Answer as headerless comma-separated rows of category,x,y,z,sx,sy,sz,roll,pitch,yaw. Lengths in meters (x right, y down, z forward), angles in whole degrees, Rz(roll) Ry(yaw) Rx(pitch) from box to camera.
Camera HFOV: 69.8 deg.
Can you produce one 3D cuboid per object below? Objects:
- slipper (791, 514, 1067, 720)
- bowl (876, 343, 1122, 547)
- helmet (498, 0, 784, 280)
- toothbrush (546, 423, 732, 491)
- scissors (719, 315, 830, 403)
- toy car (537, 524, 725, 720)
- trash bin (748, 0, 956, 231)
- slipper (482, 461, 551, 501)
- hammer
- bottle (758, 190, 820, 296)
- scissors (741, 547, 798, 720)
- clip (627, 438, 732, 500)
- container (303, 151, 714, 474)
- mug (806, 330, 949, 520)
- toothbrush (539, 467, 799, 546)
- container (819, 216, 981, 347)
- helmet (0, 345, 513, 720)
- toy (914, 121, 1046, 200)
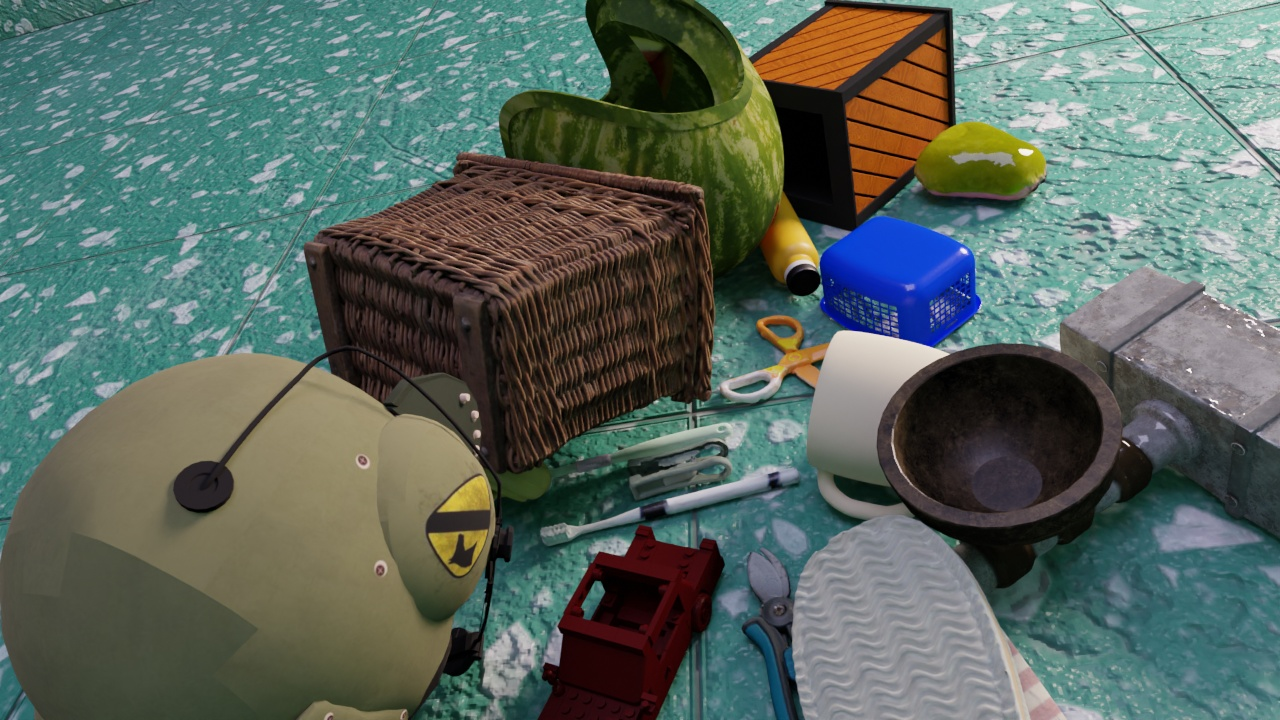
slipper,0.149,0.198,0.425,0.115,0.052,0.262,-26,50,17
bowl,0.196,0.054,0.501,0.121,0.056,0.121,-18,42,17
helmet,0.004,-0.169,0.798,0.243,0.248,0.212,23,59,4
toothbrush,-0.006,0.071,0.690,0.155,0.015,0.022,-15,68,3
scissors,0.118,0.002,0.727,0.131,0.011,0.125,-29,38,-11
toy car,-0.009,0.167,0.536,0.070,0.062,0.169,6,44,28
trash bin,0.195,-0.242,0.890,0.171,0.140,0.140,-40,43,-26
slipper,-0.150,0.084,0.690,0.191,0.091,0.081,12,78,38
hammer,0.250,0.082,0.536,0.326,0.079,0.177,-32,40,-9
bottle,0.130,-0.108,0.832,0.043,0.043,0.143,-16,38,3
scissors,0.084,0.171,0.529,0.133,0.019,0.145,18,51,36
clip,0.028,0.078,0.662,0.076,0.023,0.044,-15,40,7
container,-0.099,-0.038,0.649,0.250,0.162,0.182,17,32,37
mug,0.167,0.047,0.595,0.100,0.096,0.120,12,84,22
toothbrush,0.020,0.102,0.641,0.187,0.017,0.012,-15,65,4
container,0.206,-0.067,0.738,0.096,0.058,0.114,-34,41,-20
helmet,-0.202,0.122,0.492,0.251,0.256,0.232,-2,38,22
toy,0.313,-0.179,0.839,0.089,0.051,0.110,-41,46,-23
